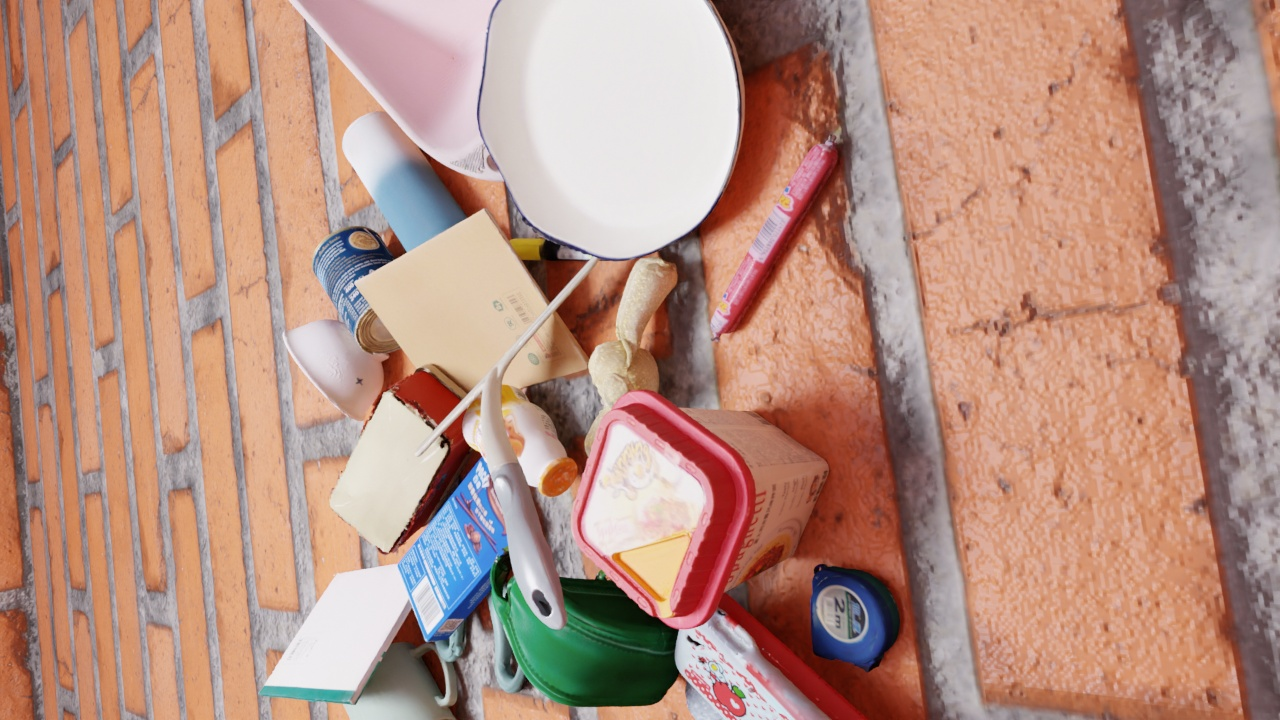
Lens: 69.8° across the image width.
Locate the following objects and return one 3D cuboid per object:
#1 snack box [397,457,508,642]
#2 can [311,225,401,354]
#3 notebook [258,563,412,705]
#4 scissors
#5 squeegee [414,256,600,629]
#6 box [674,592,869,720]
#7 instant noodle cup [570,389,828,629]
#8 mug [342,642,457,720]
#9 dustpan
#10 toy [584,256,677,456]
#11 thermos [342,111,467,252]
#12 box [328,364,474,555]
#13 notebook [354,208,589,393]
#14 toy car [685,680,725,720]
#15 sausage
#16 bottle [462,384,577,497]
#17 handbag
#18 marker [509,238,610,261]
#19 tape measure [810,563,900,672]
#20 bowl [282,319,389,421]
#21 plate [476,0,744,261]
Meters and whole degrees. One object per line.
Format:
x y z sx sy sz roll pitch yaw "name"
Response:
-0.156 0.168 0.812 0.157 0.026 0.084 -50 54 24 "snack box"
-0.264 -0.068 0.895 0.111 0.075 0.075 50 125 31 "can"
-0.298 0.271 0.923 0.210 0.012 0.150 -18 35 45 "notebook"
-0.135 0.222 0.821 0.178 0.019 0.174 36 114 40 "scissors"
-0.089 0.072 0.627 0.247 0.039 0.246 -44 41 25 "squeegee"
0.097 0.219 0.534 0.201 0.048 0.087 38 146 31 "box"
0.041 0.083 0.560 0.117 0.124 0.116 35 117 39 "instant noodle cup"
-0.219 0.329 0.877 0.112 0.082 0.106 -45 56 1 "mug"
-0.167 -0.266 0.698 0.223 0.273 0.138 -23 51 47 "dustpan"
-0.004 0.004 0.653 0.105 0.066 0.157 -138 58 -74 "toy"
-0.200 -0.141 0.836 0.220 0.070 0.070 52 126 29 "thermos"
-0.219 0.095 0.836 0.091 0.079 0.169 39 122 7 "box"
-0.148 -0.033 0.773 0.208 0.008 0.148 -17 112 45 "notebook"
0.068 0.251 0.606 0.054 0.036 0.120 -53 54 34 "toy car"
0.082 -0.074 0.584 0.020 0.020 0.156 49 124 32 "sausage"
-0.096 0.066 0.740 0.108 0.063 0.063 37 117 38 "bottle"
-0.032 0.178 0.637 0.120 0.131 0.068 38 105 44 "handbag"
-0.064 -0.089 0.736 0.124 0.015 0.018 7 98 42 "marker"
0.127 0.152 0.547 0.055 0.025 0.058 1 97 44 "tape measure"
-0.296 -0.003 0.929 0.064 0.118 0.118 -40 57 -4 "bowl"
-0.019 -0.173 0.622 0.205 0.045 0.205 12 115 28 "plate"
